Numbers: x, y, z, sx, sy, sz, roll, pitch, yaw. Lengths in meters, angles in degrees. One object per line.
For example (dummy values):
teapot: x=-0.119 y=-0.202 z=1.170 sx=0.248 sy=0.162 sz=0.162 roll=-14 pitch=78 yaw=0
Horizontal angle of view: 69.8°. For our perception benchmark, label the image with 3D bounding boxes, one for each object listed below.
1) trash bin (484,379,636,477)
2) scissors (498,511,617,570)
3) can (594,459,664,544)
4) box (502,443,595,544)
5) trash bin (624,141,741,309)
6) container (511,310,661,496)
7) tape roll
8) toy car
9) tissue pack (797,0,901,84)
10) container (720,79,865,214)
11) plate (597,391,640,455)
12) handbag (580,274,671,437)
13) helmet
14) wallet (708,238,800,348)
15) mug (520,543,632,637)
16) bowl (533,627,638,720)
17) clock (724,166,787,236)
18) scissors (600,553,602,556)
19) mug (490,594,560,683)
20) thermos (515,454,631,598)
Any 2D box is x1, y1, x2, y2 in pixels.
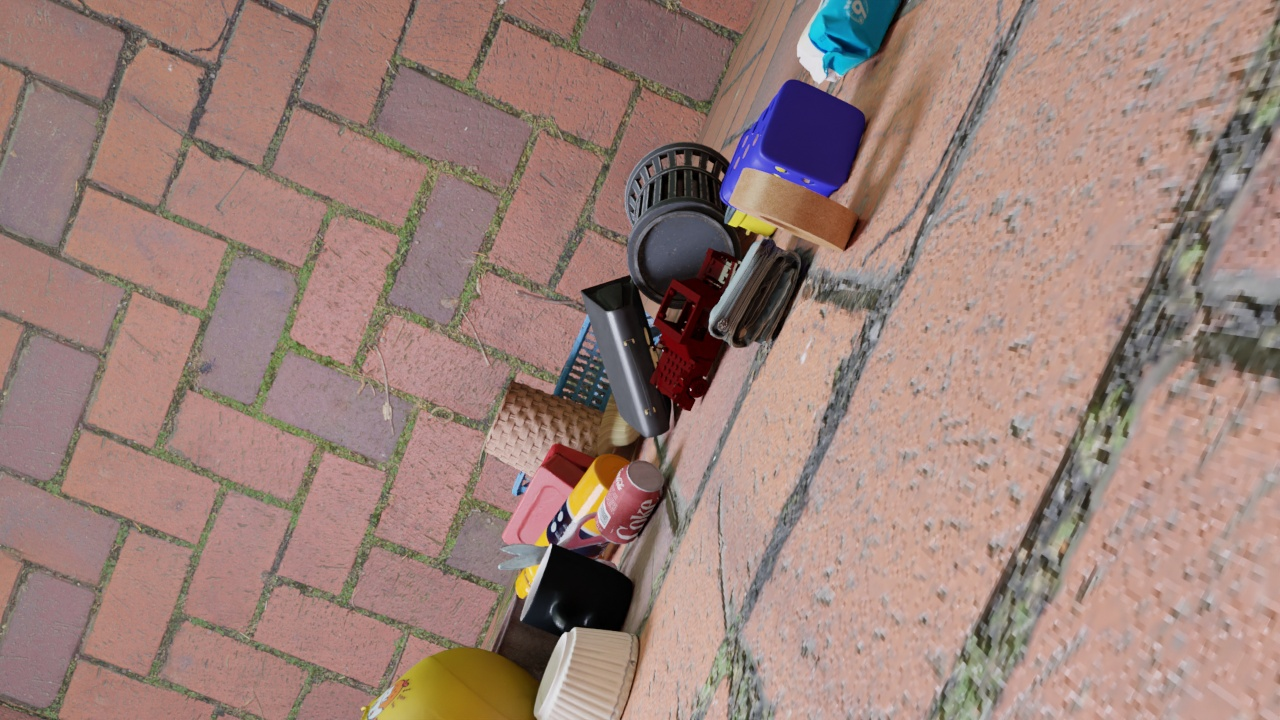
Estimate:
trash bin: x=-0.127 y=0.132 z=1.427 sx=0.151 sy=0.210 sz=0.151 roll=-160 pitch=93 yaw=-85
scissors: x=-0.089 y=0.228 z=1.019 sx=0.016 sy=0.178 sz=0.101 roll=-2 pitch=92 yaw=44
can: x=-0.012 y=0.158 z=1.021 sx=0.053 sy=0.054 sz=0.097 roll=-74 pitch=9 yaw=-51
box: x=-0.113 y=0.220 z=1.313 sx=0.126 sy=0.137 sz=0.158 roll=-78 pitch=15 yaw=-59
trash bin: x=0.056 y=-0.174 z=1.195 sx=0.227 sy=0.164 sz=0.165 roll=-85 pitch=18 yaw=-62
container: x=-0.079 y=0.070 z=1.602 sx=0.362 sy=0.089 sz=0.256 roll=-66 pitch=-10 yaw=12
tape roll: x=0.114 y=-0.112 z=0.687 sx=0.094 sy=0.094 sz=0.027 roll=-102 pitch=35 yaw=-81
toy car: x=0.057 y=-0.036 z=0.989 sx=0.070 sy=0.061 sz=0.170 roll=40 pitch=110 yaw=51
tissue pack: x=0.221 y=-0.373 z=0.874 sx=0.117 sy=0.066 sz=0.209 roll=-114 pitch=48 yaw=-84
container: x=0.135 y=-0.182 z=0.822 sx=0.114 sy=0.085 sz=0.084 roll=140 pitch=152 yaw=-76
plate: x=-0.004 y=0.059 z=1.305 sx=0.184 sy=0.036 sz=0.184 roll=23 pitch=-91 yaw=-77
handbag: x=-0.007 y=0.007 z=1.109 sx=0.195 sy=0.072 sz=0.176 roll=-114 pitch=7 yaw=-72
helmet: x=-0.149 y=0.354 z=0.875 sx=0.140 sy=0.209 sz=0.239 roll=-51 pitch=6 yaw=12
wallet: x=0.101 y=-0.061 z=0.838 sx=0.100 sy=0.054 sz=0.131 roll=-57 pitch=5 yaw=8
mug: x=-0.064 y=0.250 z=0.935 sx=0.121 sy=0.094 sz=0.085 roll=-103 pitch=36 yaw=-81
bowl: x=-0.052 y=0.291 z=0.821 sx=0.115 sy=0.062 sz=0.115 roll=-159 pitch=92 yaw=-85
clock: x=0.132 y=-0.181 z=0.988 sx=0.119 sy=0.057 sz=0.083 roll=134 pitch=159 yaw=-76
scissors: x=-0.092 y=0.350 z=1.214 sx=0.114 sy=0.016 sz=0.228 roll=118 pitch=173 yaw=-46
mug: x=-0.106 y=0.313 z=1.030 sx=0.096 sy=0.110 sz=0.122 roll=-58 pitch=9 yaw=32
thermos: x=-0.074 y=0.227 z=1.151 sx=0.233 sy=0.091 sz=0.076 roll=-55 pitch=-4 yaw=28
